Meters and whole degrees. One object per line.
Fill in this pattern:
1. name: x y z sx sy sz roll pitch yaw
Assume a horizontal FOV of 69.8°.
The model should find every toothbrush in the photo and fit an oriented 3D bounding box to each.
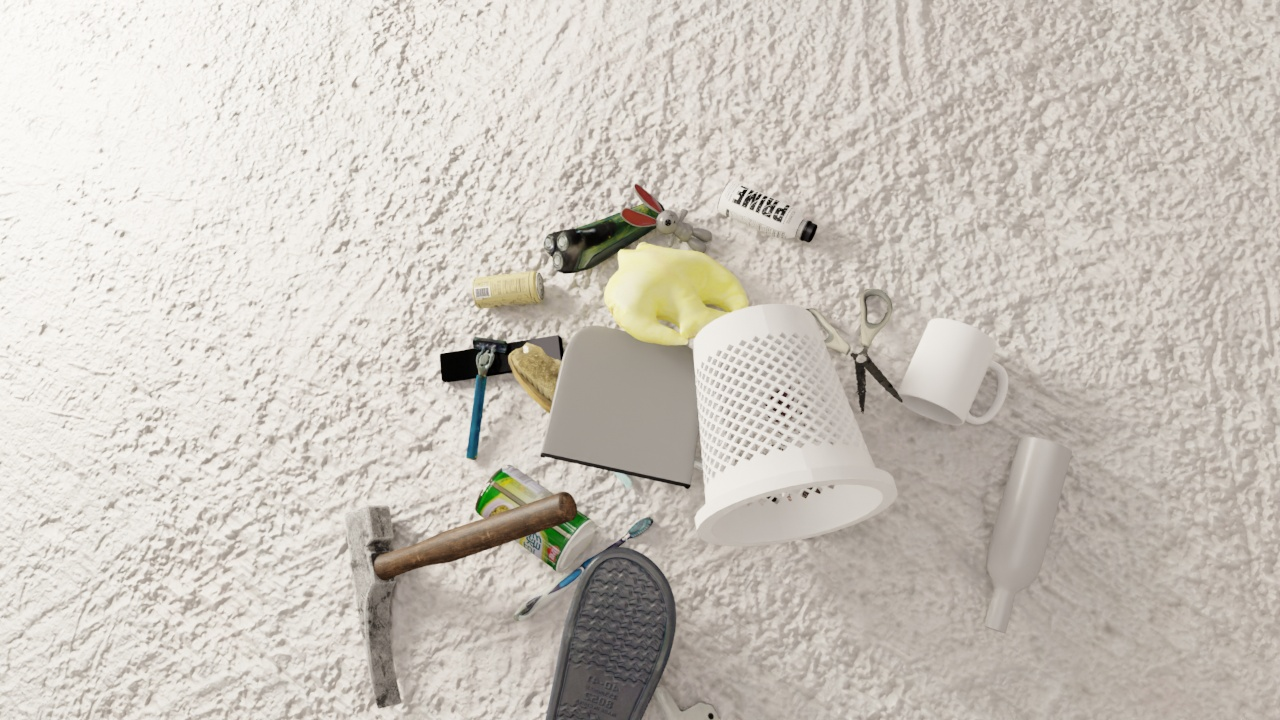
1. toothbrush: -0.064 0.230 1.014 0.189 0.017 0.016 -36 74 -1

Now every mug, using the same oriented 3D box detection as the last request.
1. mug: 0.339 0.021 0.975 0.110 0.074 0.090 28 81 -11

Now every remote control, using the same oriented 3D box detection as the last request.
1. remote control: -0.165 -0.001 1.093 0.150 0.013 0.034 -9 79 8

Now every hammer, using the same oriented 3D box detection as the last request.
1. hammer: -0.187 0.231 0.974 0.301 0.037 0.217 -22 72 26

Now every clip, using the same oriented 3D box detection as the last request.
1. clip: 0.050 0.380 0.949 0.052 0.057 0.102 -35 72 25

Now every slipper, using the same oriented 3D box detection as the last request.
1. slipper: -0.030 0.321 0.961 0.111 0.083 0.268 17 97 9

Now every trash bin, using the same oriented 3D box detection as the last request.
1. trash bin: 0.136 0.062 0.931 0.195 0.195 0.199 -13 64 6

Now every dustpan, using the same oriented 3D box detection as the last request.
1. dustpan: -0.006 0.006 1.031 0.163 0.033 0.257 13 68 -5

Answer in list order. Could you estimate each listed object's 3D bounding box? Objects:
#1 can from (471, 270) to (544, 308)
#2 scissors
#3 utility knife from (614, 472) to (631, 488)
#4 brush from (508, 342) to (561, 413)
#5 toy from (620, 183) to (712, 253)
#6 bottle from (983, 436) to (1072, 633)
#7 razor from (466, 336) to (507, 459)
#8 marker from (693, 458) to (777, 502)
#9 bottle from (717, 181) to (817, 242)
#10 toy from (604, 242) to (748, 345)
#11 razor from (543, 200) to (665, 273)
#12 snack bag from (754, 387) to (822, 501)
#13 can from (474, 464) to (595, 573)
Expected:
1. can: -0.158 -0.085 1.101 0.079 0.038 0.038 -5 75 9
2. scissors: 0.237 -0.019 1.003 0.158 0.012 0.165 25 65 34
3. utility knife: -0.069 0.080 1.054 0.022 0.015 0.179 -39 71 -1
4. brush: -0.069 0.044 1.038 0.195 0.043 0.059 36 61 10
5. toy: 0.032 -0.162 1.073 0.111 0.030 0.049 27 81 -14
6. bottle: 0.385 0.178 0.929 0.052 0.052 0.195 18 80 14
7. razor: -0.188 0.045 1.072 0.042 0.022 0.144 7 86 10
8. marker: 0.081 0.123 1.020 0.152 0.011 0.011 24 81 15
9. bottle: 0.149 -0.169 1.066 0.116 0.041 0.041 26 81 15
10. toy: 0.035 -0.078 1.028 0.170 0.065 0.155 -23 55 -33
11. razor: -0.039 -0.151 1.084 0.151 0.067 0.054 -25 77 -6
12. snack bag: 0.170 0.108 1.006 0.057 0.013 0.157 -16 74 7
13. can: -0.116 0.174 1.012 0.121 0.067 0.067 32 83 16
